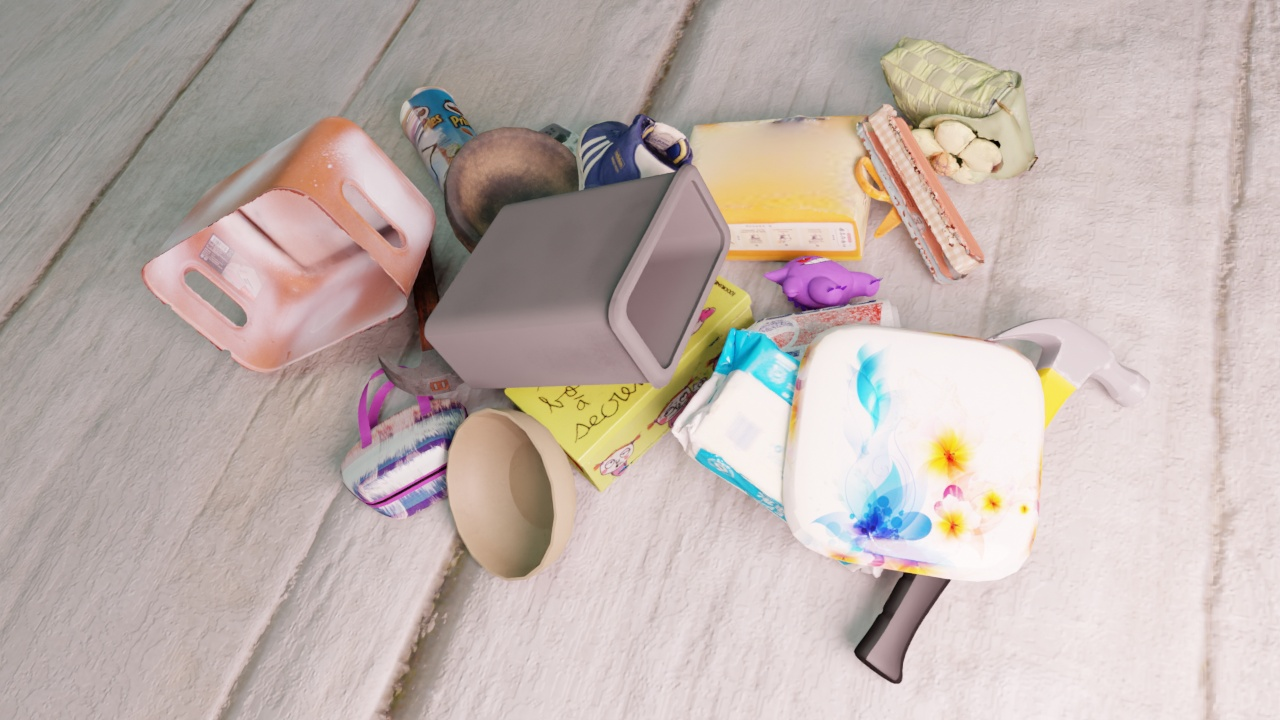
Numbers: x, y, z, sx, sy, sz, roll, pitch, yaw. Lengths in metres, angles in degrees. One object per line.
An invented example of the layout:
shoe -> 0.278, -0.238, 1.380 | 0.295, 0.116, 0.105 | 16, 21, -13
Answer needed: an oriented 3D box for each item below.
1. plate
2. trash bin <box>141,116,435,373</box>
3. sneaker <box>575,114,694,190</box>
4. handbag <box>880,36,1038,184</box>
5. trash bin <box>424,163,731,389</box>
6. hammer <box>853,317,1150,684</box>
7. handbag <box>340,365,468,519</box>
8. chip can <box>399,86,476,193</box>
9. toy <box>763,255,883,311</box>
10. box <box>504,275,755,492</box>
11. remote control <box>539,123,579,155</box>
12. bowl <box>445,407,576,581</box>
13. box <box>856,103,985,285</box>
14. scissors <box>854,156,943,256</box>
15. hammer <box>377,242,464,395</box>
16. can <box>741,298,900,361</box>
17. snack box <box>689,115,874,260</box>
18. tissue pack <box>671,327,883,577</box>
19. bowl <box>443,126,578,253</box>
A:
plate -> 0.206, 0.063, 0.688 | 0.187, 0.016, 0.186 | 8, 75, 9
trash bin -> -0.370, -0.126, 0.998 | 0.260, 0.181, 0.157 | -20, 39, 29
sneaker -> -0.004, -0.230, 0.980 | 0.119, 0.091, 0.232 | -45, 24, 36
handbag -> 0.306, -0.244, 0.923 | 0.117, 0.113, 0.186 | -45, 49, 3
trash bin -> -0.056, -0.069, 0.827 | 0.220, 0.097, 0.191 | -3, 47, 36
hammer -> 0.264, 0.100, 0.705 | 0.127, 0.029, 0.323 | 39, 77, -2
handbag -> -0.242, 0.068, 0.931 | 0.144, 0.068, 0.170 | -29, 45, -2
chip can -> -0.234, -0.258, 1.146 | 0.080, 0.080, 0.229 | -32, 51, -4
toy -> 0.169, -0.070, 0.873 | 0.105, 0.056, 0.088 | -13, 37, -37
box -> -0.005, 0.005, 0.870 | 0.220, 0.082, 0.124 | -40, 52, -12
remote control -> -0.093, -0.247, 1.114 | 0.060, 0.028, 0.114 | -37, 52, -8
bowl -> -0.107, 0.115, 0.815 | 0.153, 0.050, 0.152 | 7, 101, 42
box -> 0.266, -0.162, 0.863 | 0.060, 0.058, 0.186 | -24, 75, -2
scissors -> 0.257, -0.151, 0.890 | 0.129, 0.011, 0.125 | -33, 85, -34
hammer -> -0.238, -0.070, 1.018 | 0.111, 0.028, 0.300 | -14, 43, -7
can -> 0.163, -0.007, 0.817 | 0.136, 0.078, 0.078 | -9, 54, 14
snack box -> 0.137, -0.183, 0.950 | 0.195, 0.081, 0.144 | 3, 57, 22
tissue pack -> 0.132, 0.071, 0.740 | 0.209, 0.066, 0.116 | 35, 73, 7
bowl -> -0.137, -0.170, 1.014 | 0.162, 0.070, 0.162 | 5, 71, -15
